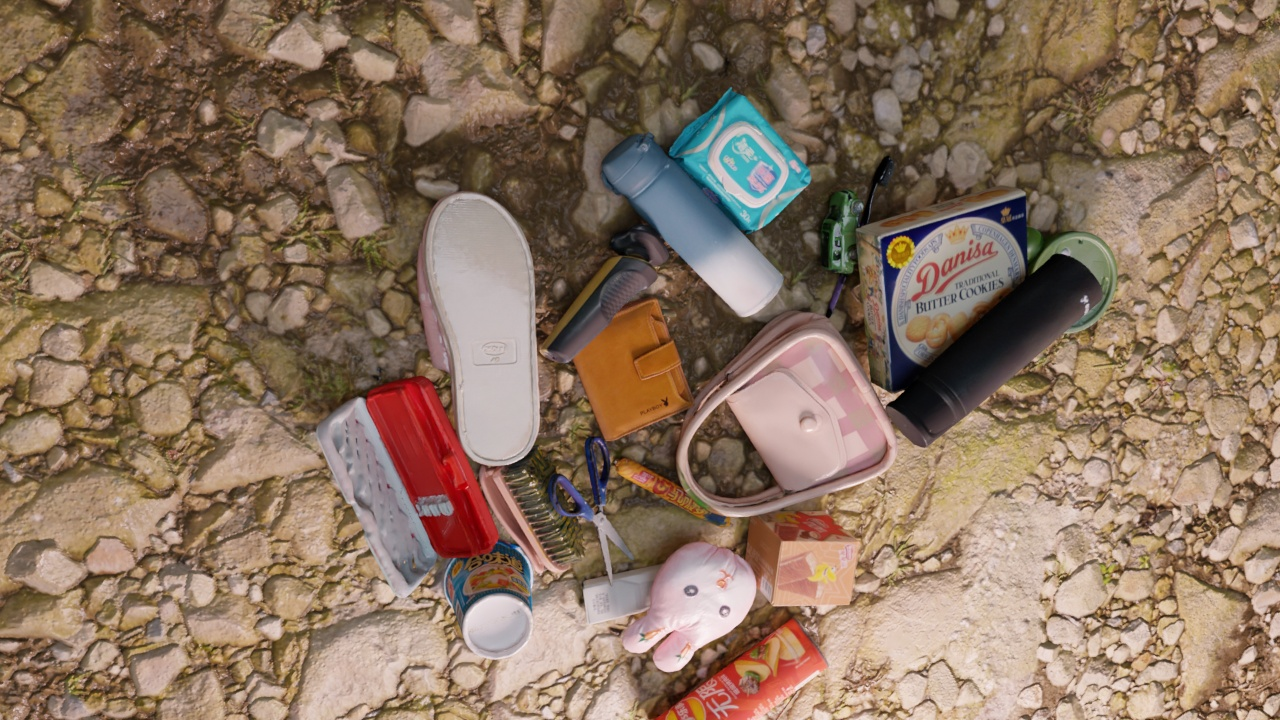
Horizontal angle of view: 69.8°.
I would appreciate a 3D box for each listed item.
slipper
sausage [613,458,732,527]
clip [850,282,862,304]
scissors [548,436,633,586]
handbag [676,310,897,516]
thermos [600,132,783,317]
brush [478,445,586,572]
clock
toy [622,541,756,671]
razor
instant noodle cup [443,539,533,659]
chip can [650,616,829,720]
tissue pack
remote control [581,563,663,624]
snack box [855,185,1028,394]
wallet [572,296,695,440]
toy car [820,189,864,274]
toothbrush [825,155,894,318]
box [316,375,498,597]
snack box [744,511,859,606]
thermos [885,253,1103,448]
[{"bbox_3d":[-0.156,-0.030,0.914,0.114,0.054,0.274,-10,97,-15],"label":"slipper"},{"bbox_3d":[0.038,0.148,1.021,0.165,0.021,0.021,30,93,-18],"label":"sausage"},{"bbox_3d":[0.286,-0.102,1.031,0.104,0.086,0.035,-27,111,22],"label":"clip"},{"bbox_3d":[-0.050,0.162,0.980,0.162,0.012,0.162,12,79,-53],"label":"scissors"},{"bbox_3d":[0.146,0.077,1.008,0.234,0.093,0.193,-33,107,2],"label":"handbag"},{"bbox_3d":[0.052,-0.139,0.941,0.220,0.070,0.070,43,89,-18],"label":"thermos"},{"bbox_3d":[-0.112,0.163,0.970,0.073,0.063,0.146,-18,111,20],"label":"brush"},{"bbox_3d":[0.467,-0.093,1.057,0.161,0.056,0.116,4,100,-15],"label":"clock"},{"bbox_3d":[0.055,0.274,1.014,0.121,0.054,0.159,34,97,-22],"label":"toy"},{"bbox_3d":[-0.040,-0.066,0.927,0.167,0.067,0.062,-50,148,-6],"label":"razor"},{"bbox_3d":[-0.153,0.250,0.949,0.099,0.110,0.099,-3,103,-13],"label":"instant noodle cup"},{"bbox_3d":[0.114,0.390,1.067,0.216,0.073,0.073,-34,108,-4],"label":"chip can"},{"bbox_3d":[0.101,-0.203,0.944,0.133,0.050,0.093,42,91,-18],"label":"tissue pack"},{"bbox_3d":[-0.003,0.261,1.035,0.125,0.024,0.049,-10,104,-11],"label":"remote control"},{"bbox_3d":[0.326,-0.075,0.981,0.177,0.046,0.183,-18,113,-13],"label":"snack box"},{"bbox_3d":[-0.006,0.006,0.976,0.119,0.035,0.131,-22,106,-2],"label":"wallet"},{"bbox_3d":[0.217,-0.139,0.991,0.036,0.043,0.091,1,102,-14],"label":"toy car"},{"bbox_3d":[0.242,-0.134,1.015,0.016,0.014,0.189,15,98,-29],"label":"toothbrush"},{"bbox_3d":[-0.226,0.125,0.905,0.095,0.100,0.201,-13,109,24],"label":"box"},{"bbox_3d":[0.179,0.221,1.035,0.094,0.093,0.077,3,101,-14],"label":"snack box"},{"bbox_3d":[0.368,-0.005,0.965,0.242,0.068,0.090,-40,150,-2],"label":"thermos"}]
